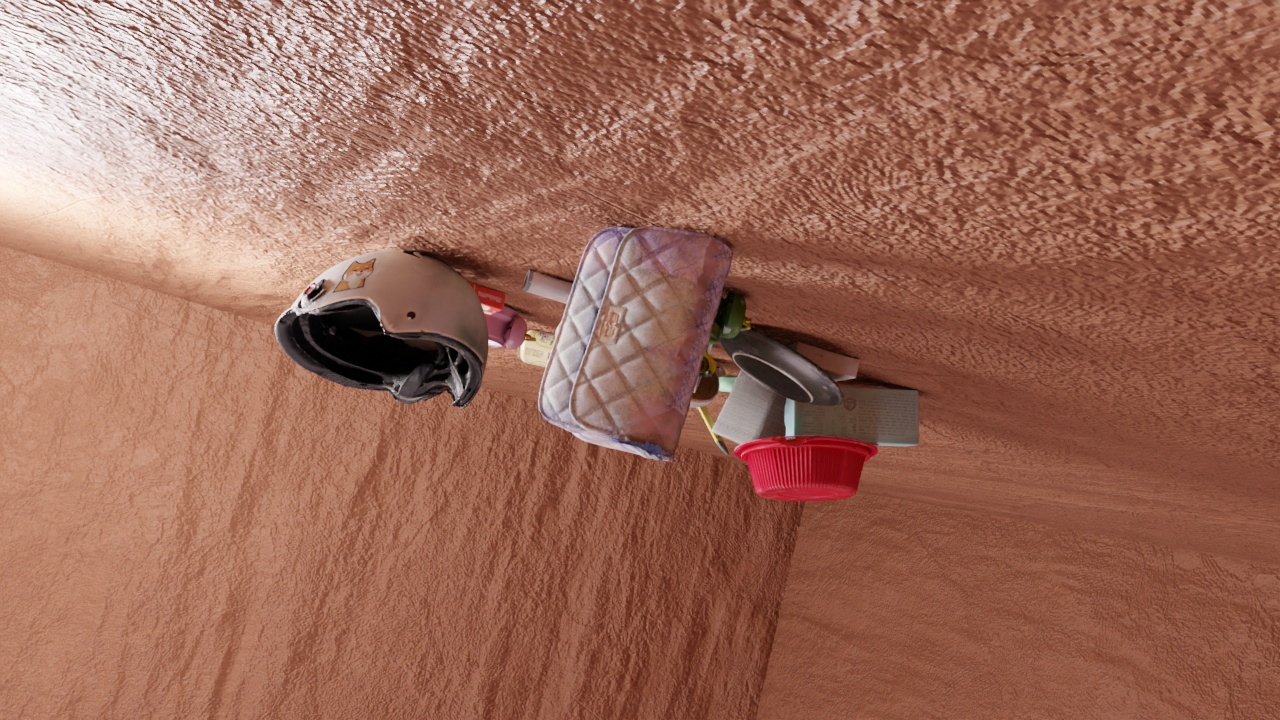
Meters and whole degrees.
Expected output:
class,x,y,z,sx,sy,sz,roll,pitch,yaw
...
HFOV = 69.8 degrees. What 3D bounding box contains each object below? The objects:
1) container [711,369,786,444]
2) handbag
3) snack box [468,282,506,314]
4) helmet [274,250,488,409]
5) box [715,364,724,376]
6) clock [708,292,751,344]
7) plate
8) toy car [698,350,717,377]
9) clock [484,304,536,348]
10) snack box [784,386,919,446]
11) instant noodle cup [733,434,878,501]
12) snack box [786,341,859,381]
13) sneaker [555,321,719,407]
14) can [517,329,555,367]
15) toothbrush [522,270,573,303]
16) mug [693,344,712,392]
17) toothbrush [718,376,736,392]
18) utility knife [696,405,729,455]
class,x,y,z,sx,sy,sz,roll,pitch,yaw
container,0.178,0.074,1.348,0.090,0.114,0.090,23,179,42
handbag,-0.006,-0.018,0.795,0.134,0.193,0.075,10,169,29
snack box,-0.271,-0.100,1.291,0.152,0.025,0.075,17,171,-19
helmet,-0.313,-0.056,1.175,0.275,0.156,0.230,3,150,28
box,0.042,0.024,1.396,0.163,0.083,0.075,14,166,23
clock,0.043,-0.054,0.956,0.161,0.056,0.116,19,171,-31
plate,0.167,0.014,1.134,0.179,0.024,0.179,30,168,7
toy car,0.031,-0.016,0.921,0.105,0.032,0.048,30,166,-23
clock,-0.235,-0.056,1.411,0.158,0.059,0.117,16,173,-27
snack box,0.284,0.075,1.235,0.175,0.074,0.052,2,172,-1
instant noodle cup,0.222,0.150,1.238,0.194,0.065,0.194,2,163,1
snack box,0.210,0.007,1.181,0.084,0.027,0.157,15,172,-10
sneaker,-0.008,0.008,1.295,0.241,0.118,0.088,20,154,-1
can,-0.142,-0.014,1.540,0.116,0.058,0.058,12,172,13
toothbrush,-0.034,-0.065,1.115,0.221,0.026,0.026,16,-149,-14
mug,0.027,-0.012,1.217,0.123,0.078,0.078,18,173,8
toothbrush,0.153,0.040,1.504,0.225,0.027,0.026,2,129,56
utility knife,0.095,0.068,1.433,0.031,0.022,0.220,47,-163,-40
